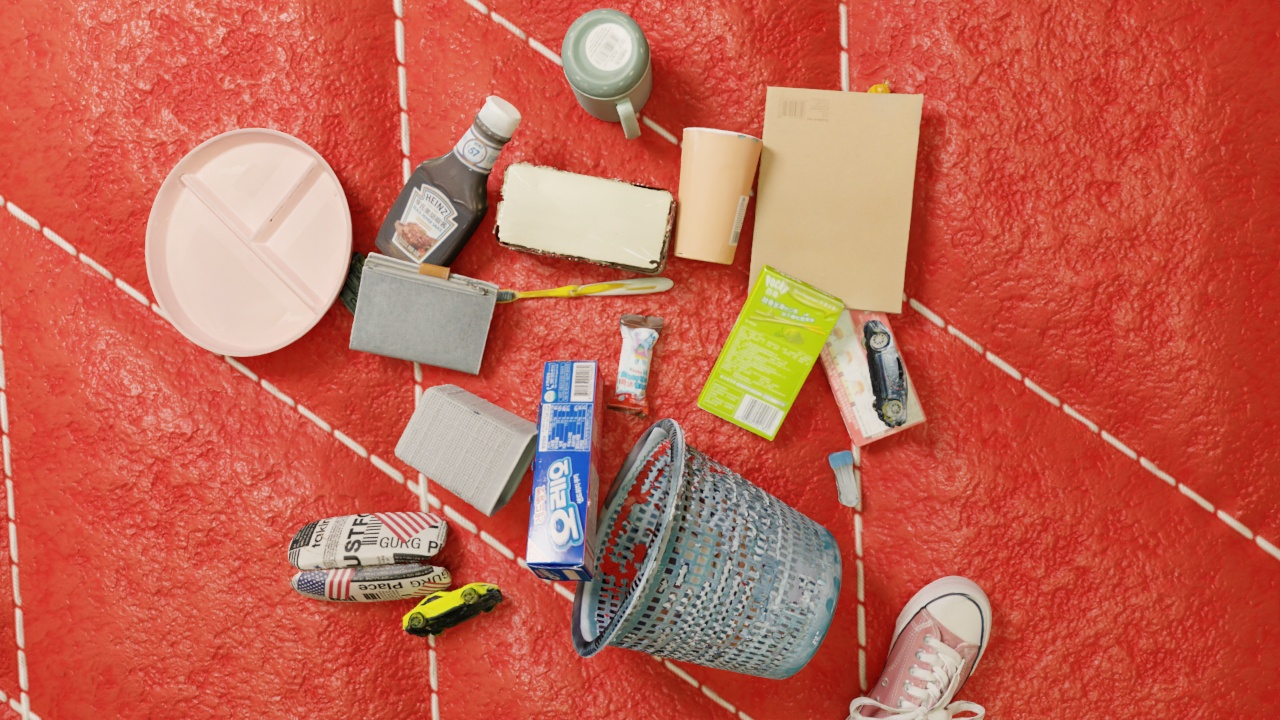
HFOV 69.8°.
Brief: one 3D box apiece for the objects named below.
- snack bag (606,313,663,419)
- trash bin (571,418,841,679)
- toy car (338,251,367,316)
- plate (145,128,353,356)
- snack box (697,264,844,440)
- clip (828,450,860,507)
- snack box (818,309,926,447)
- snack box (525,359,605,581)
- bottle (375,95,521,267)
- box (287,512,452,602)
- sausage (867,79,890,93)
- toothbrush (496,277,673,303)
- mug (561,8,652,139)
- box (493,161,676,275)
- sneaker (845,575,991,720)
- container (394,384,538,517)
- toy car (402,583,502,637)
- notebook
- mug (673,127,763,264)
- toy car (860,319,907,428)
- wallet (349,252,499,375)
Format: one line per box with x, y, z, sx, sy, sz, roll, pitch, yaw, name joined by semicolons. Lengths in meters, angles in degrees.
-0.005;0.005;0.926;0.045;0.026;0.105;9;91;5;snack bag
0.067;0.194;0.854;0.195;0.226;0.226;24;94;-12;trash bin
-0.272;-0.059;0.933;0.049;0.031;0.106;-37;95;5;toy car
-0.390;-0.117;0.921;0.230;0.028;0.229;-1;87;11;plate
0.126;-0.007;0.898;0.086;0.026;0.157;24;110;0;snack box
0.207;0.119;0.926;0.025;0.036;0.058;-13;88;1;clip
0.221;0.003;0.915;0.075;0.025;0.153;-22;91;5;snack box
-0.069;0.102;0.871;0.057;0.058;0.207;-1;63;6;snack box
-0.180;-0.166;0.884;0.080;0.044;0.195;42;115;3;bottle
-0.275;0.209;0.943;0.162;0.075;0.087;-4;122;0;box
0.193;-0.210;0.907;0.021;0.021;0.165;39;94;0;sausage
-0.062;-0.071;0.928;0.191;0.018;0.016;-4;94;3;toothbrush
-0.026;-0.267;0.873;0.082;0.106;0.112;-20;92;2;mug
-0.053;-0.140;0.895;0.168;0.078;0.091;10;93;2;box
0.270;0.326;0.897;0.118;0.088;0.241;32;95;1;sneaker
-0.169;0.083;0.908;0.114;0.090;0.090;29;93;4;container
-0.192;0.251;0.940;0.105;0.048;0.032;-24;59;5;toy car
0.188;-0.157;0.891;0.149;0.012;0.211;5;92;6;notebook
0.071;-0.158;0.893;0.078;0.078;0.123;9;98;2;mug
0.235;0.012;0.876;0.031;0.049;0.105;-12;92;0;toy car
-0.213;-0.047;0.906;0.129;0.037;0.107;13;116;-13;wallet
